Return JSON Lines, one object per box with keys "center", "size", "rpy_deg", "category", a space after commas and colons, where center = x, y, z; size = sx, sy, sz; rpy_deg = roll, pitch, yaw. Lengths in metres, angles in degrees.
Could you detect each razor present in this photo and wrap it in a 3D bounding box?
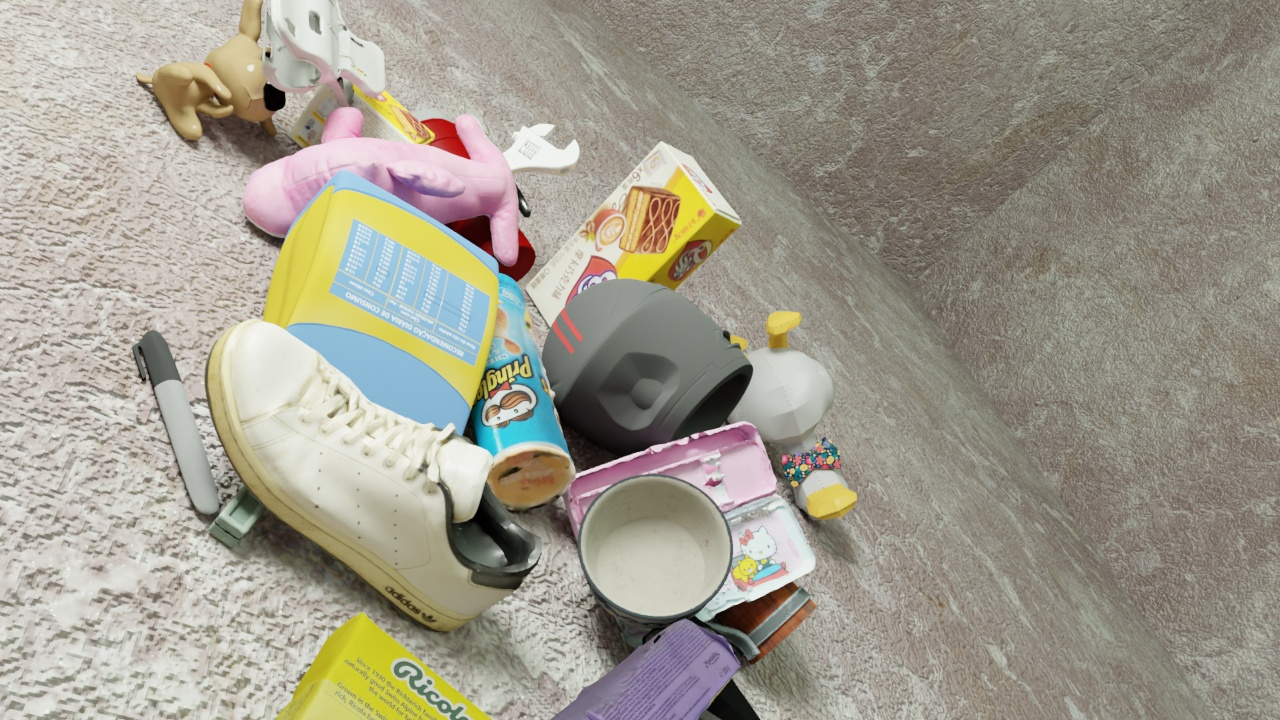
{"center": [0.059, 0.263, 0.712], "size": [0.156, 0.060, 0.057], "rpy_deg": [61, 32, -14], "category": "razor"}

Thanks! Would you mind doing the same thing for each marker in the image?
{"center": [-0.279, 0.035, 0.550], "size": [0.022, 0.016, 0.138], "rpy_deg": [-15, 59, -30], "category": "marker"}

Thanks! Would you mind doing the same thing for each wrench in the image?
{"center": [-0.173, -0.183, 0.922], "size": [0.272, 0.018, 0.066], "rpy_deg": [-30, 74, -34], "category": "wrench"}

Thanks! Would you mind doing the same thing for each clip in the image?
{"center": [-0.289, -0.280, 0.795], "size": [0.151, 0.092, 0.125], "rpy_deg": [67, 15, -66], "category": "clip"}
{"center": [-0.228, 0.079, 0.548], "size": [0.023, 0.035, 0.074], "rpy_deg": [42, 28, -15], "category": "clip"}

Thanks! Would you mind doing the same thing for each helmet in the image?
{"center": [-0.005, 0.005, 0.890], "size": [0.170, 0.164, 0.264], "rpy_deg": [39, 8, 15], "category": "helmet"}

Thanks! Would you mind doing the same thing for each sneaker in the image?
{"center": [-0.148, 0.066, 0.551], "size": [0.241, 0.102, 0.088], "rpy_deg": [53, 27, -24], "category": "sneaker"}

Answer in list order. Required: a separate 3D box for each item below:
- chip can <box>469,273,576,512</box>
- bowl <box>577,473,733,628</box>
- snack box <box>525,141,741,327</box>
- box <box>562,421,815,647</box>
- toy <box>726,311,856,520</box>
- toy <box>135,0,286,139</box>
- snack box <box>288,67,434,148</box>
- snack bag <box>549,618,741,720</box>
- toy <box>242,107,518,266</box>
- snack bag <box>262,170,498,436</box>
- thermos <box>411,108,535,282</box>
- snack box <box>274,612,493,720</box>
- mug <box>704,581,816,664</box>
{"center": [-0.115, 0.020, 0.790], "size": [0.079, 0.080, 0.229], "rpy_deg": [27, 28, -38], "category": "chip can"}
{"center": [0.009, 0.152, 0.702], "size": [0.115, 0.059, 0.115], "rpy_deg": [2, 55, -3], "category": "bowl"}
{"center": [-0.011, -0.111, 0.992], "size": [0.061, 0.231, 0.110], "rpy_deg": [8, 43, -57], "category": "snack box"}
{"center": [0.043, 0.143, 0.790], "size": [0.200, 0.045, 0.154], "rpy_deg": [-14, 77, -29], "category": "box"}
{"center": [0.187, 0.074, 1.170], "size": [0.246, 0.141, 0.267], "rpy_deg": [-115, -179, -76], "category": "toy"}
{"center": [-0.359, -0.239, 0.789], "size": [0.106, 0.134, 0.108], "rpy_deg": [32, 42, 27], "category": "toy"}
{"center": [-0.275, -0.223, 0.912], "size": [0.106, 0.084, 0.061], "rpy_deg": [42, 21, -9], "category": "snack box"}
{"center": [-0.014, 0.228, 0.578], "size": [0.058, 0.096, 0.205], "rpy_deg": [52, 22, 13], "category": "snack bag"}
{"center": [-0.204, -0.151, 0.802], "size": [0.264, 0.128, 0.186], "rpy_deg": [-14, 88, -44], "category": "toy"}
{"center": [-0.197, -0.019, 0.693], "size": [0.159, 0.102, 0.204], "rpy_deg": [30, 39, -34], "category": "snack bag"}
{"center": [-0.181, -0.174, 0.976], "size": [0.107, 0.084, 0.198], "rpy_deg": [-22, 67, -29], "category": "thermos"}
{"center": [-0.136, 0.224, 0.437], "size": [0.121, 0.045, 0.180], "rpy_deg": [43, 25, -12], "category": "snack box"}
{"center": [0.082, 0.211, 0.820], "size": [0.111, 0.082, 0.117], "rpy_deg": [48, 40, 15], "category": "mug"}
